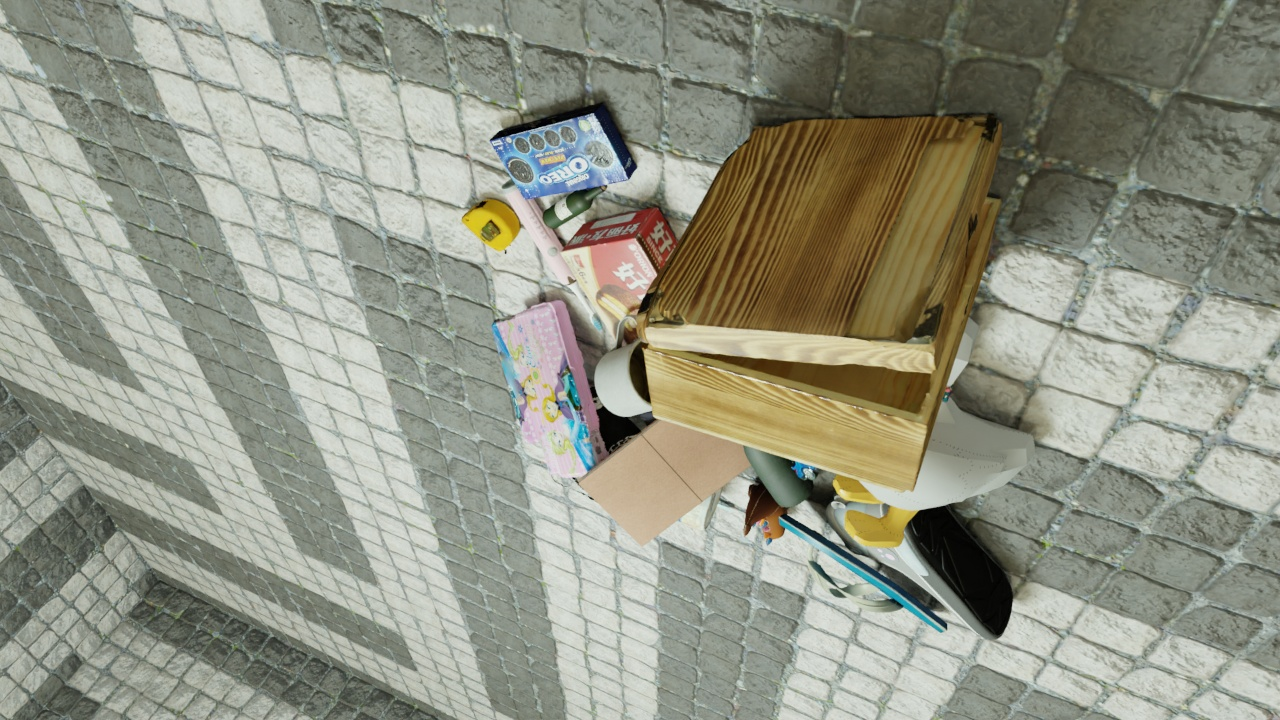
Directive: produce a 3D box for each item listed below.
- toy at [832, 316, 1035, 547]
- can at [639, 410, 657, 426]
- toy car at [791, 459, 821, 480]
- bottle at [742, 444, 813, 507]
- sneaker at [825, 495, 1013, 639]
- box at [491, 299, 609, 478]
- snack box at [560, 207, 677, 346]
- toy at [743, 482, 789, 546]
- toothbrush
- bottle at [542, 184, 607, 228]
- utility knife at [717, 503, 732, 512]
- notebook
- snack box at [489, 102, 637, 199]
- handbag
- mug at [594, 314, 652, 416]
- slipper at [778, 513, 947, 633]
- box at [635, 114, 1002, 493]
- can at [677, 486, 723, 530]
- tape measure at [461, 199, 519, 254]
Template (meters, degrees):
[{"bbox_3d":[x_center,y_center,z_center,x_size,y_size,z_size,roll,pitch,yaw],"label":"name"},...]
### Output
[{"bbox_3d":[0.297,0.068,0.958,0.246,0.140,0.268,18,119,-8],"label":"toy"},{"bbox_3d":[0.049,0.088,1.202,0.064,0.064,0.127,-7,128,40],"label":"can"},{"bbox_3d":[0.221,0.105,1.108,0.043,0.056,0.120,45,147,5],"label":"toy car"},{"bbox_3d":[0.155,0.109,1.160,0.055,0.055,0.174,-13,123,43],"label":"bottle"},{"bbox_3d":[0.352,0.259,1.173,0.256,0.092,0.161,48,148,-22],"label":"sneaker"},{"bbox_3d":[-0.129,0.045,1.221,0.160,0.035,0.230,-12,95,45],"label":"box"},{"bbox_3d":[0.017,-0.058,1.064,0.113,0.060,0.236,-5,130,38],"label":"snack box"},{"bbox_3d":[0.167,0.217,1.234,0.071,0.102,0.090,11,132,34],"label":"toy"},{"bbox_3d":[-0.099,-0.122,1.103,0.027,0.026,0.223,-28,121,6],"label":"toothbrush"},{"bbox_3d":[-0.072,-0.175,1.025,0.106,0.025,0.025,-21,119,46],"label":"bottle"},{"bbox_3d":[0.057,0.188,1.347,0.169,0.015,0.022,25,143,12],"label":"utility knife"},{"bbox_3d":[0.043,0.137,1.181,0.209,0.008,0.141,-38,118,6],"label":"notebook"},{"bbox_3d":[-0.084,-0.220,0.982,0.150,0.027,0.082,-3,131,37],"label":"snack box"},{"bbox_3d":[-0.054,0.123,1.241,0.153,0.114,0.125,46,150,25],"label":"handbag"},{"bbox_3d":[-0.006,0.006,1.045,0.071,0.084,0.113,-19,91,49],"label":"mug"},{"bbox_3d":[0.293,0.300,1.218,0.295,0.060,0.118,36,172,-21],"label":"slipper"},{"bbox_3d":[0.152,-0.073,0.779,0.247,0.278,0.176,14,143,22],"label":"box"},{"bbox_3d":[0.083,0.189,1.273,0.043,0.086,0.086,18,141,14],"label":"can"},{"bbox_3d":[-0.176,-0.163,1.109,0.068,0.030,0.059,44,143,-16],"label":"tape measure"}]
